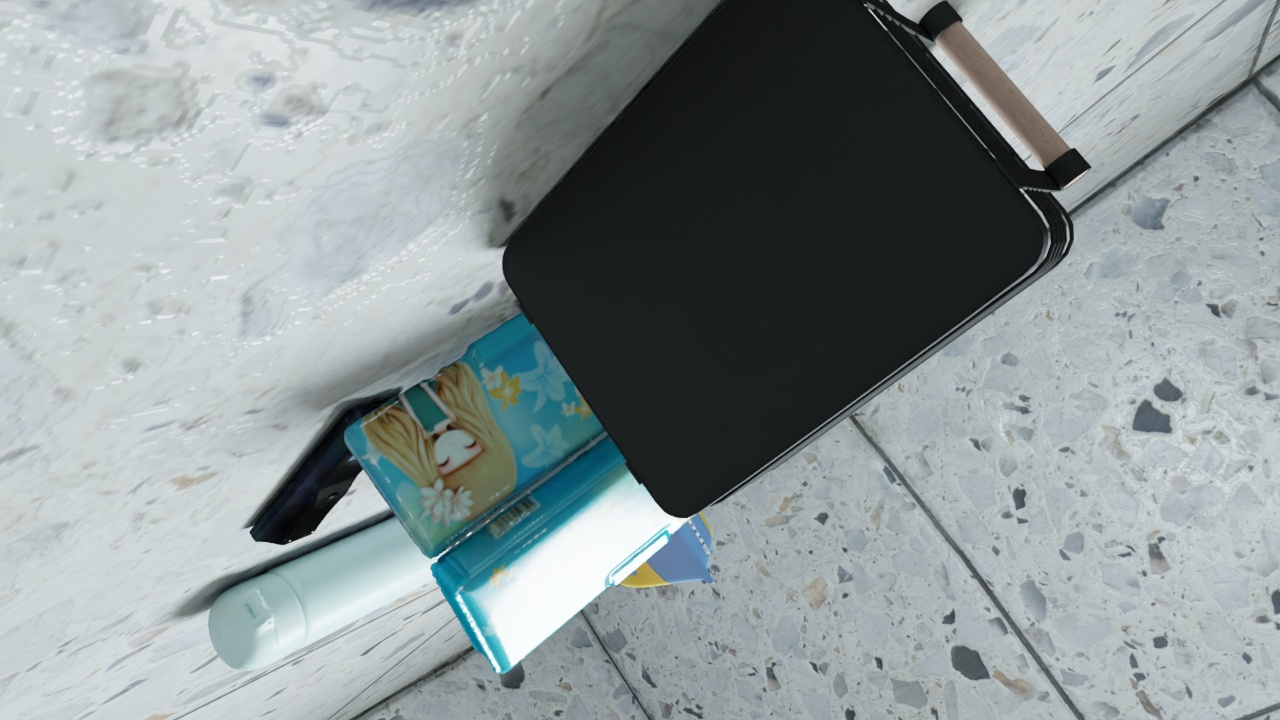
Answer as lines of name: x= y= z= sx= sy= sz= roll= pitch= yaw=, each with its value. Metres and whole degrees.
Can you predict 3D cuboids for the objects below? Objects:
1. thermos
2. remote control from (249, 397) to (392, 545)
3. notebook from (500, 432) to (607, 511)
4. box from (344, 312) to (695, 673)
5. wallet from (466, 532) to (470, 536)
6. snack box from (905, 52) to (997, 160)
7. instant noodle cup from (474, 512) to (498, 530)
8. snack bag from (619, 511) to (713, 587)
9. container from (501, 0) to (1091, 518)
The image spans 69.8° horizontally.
thermos: x=-0.242 y=0.180 z=0.746 sx=0.206 sy=0.065 sz=0.078 roll=-20 pitch=159 yaw=-51
remote control: x=-0.191 y=0.072 z=0.567 sx=0.151 sy=0.022 sz=0.047 roll=-43 pitch=165 yaw=34
notebook: x=-0.021 y=0.047 z=0.672 sx=0.209 sy=0.142 sz=0.009 roll=-29 pitch=139 yaw=-26
box: x=-0.033 y=0.057 z=0.553 sx=0.226 sy=0.182 sz=0.072 roll=-35 pitch=-156 yaw=-23
wallet: x=-0.215 y=0.183 z=0.908 sx=0.115 sy=0.037 sz=0.118 roll=-36 pitch=172 yaw=7
snack box: x=0.127 y=-0.091 z=0.604 sx=0.208 sy=0.104 sz=0.057 roll=-39 pitch=170 yaw=17
instant noodle cup: x=-0.089 y=0.102 z=0.719 sx=0.123 sy=0.121 sz=0.124 roll=-33 pitch=168 yaw=-8
snack bag: x=-0.007 y=0.114 z=0.800 sx=0.102 sy=0.159 sz=0.205 roll=-32 pitch=-176 yaw=-14
container: x=0.070 y=-0.053 z=0.444 sx=0.242 sy=0.163 sz=0.130 roll=-42 pitch=166 yaw=29
